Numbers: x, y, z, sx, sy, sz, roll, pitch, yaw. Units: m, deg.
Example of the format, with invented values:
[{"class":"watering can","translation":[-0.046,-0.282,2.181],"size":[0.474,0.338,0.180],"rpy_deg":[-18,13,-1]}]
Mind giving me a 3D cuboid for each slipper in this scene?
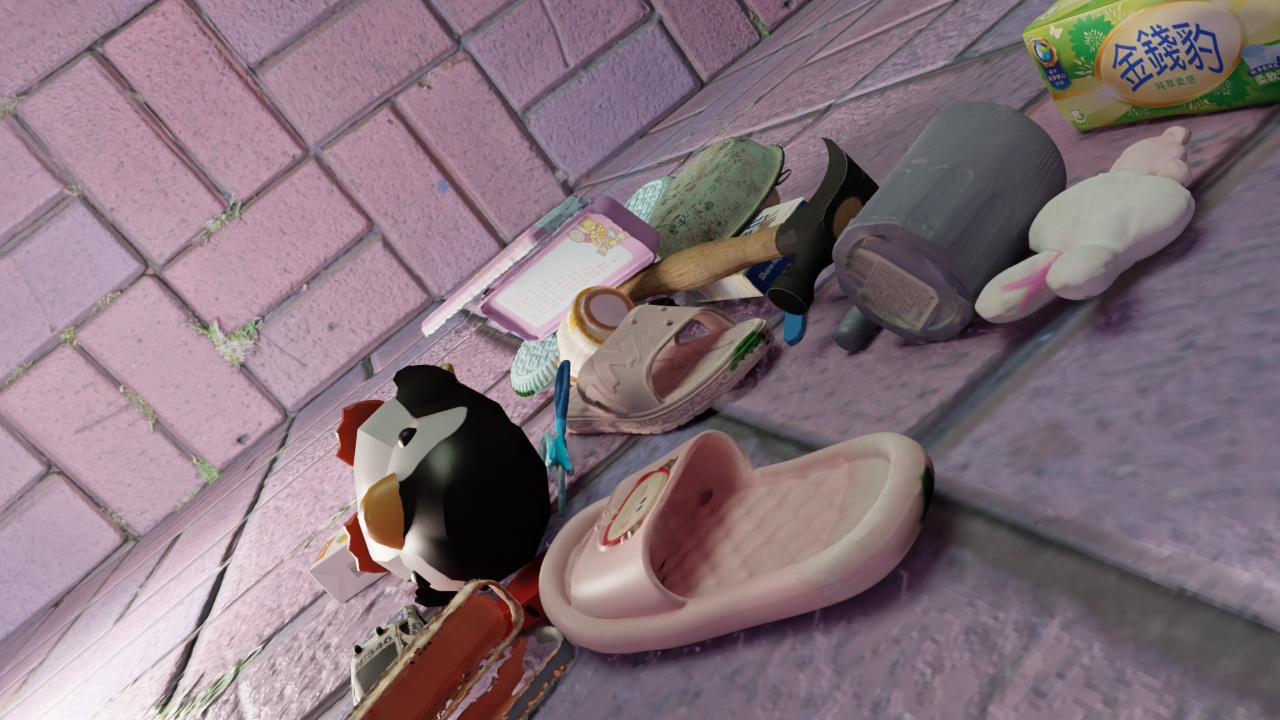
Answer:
[{"class":"slipper","translation":[-0.004,0.004,0.675],"size":[0.094,0.064,0.240],"rpy_deg":[-47,16,-30]},{"class":"slipper","translation":[-0.029,-0.068,0.931],"size":[0.275,0.069,0.116],"rpy_deg":[-56,23,-12]},{"class":"slipper","translation":[0.028,0.076,0.410],"size":[0.222,0.055,0.106],"rpy_deg":[-21,25,45]}]

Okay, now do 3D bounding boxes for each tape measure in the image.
[{"class":"tape measure","translation":[-0.056,0.128,0.513],"size":[0.059,0.019,0.051],"rpy_deg":[-37,11,36]}]

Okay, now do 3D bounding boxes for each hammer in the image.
[{"class":"hammer","translation":[0.059,-0.080,0.697],"size":[0.132,0.040,0.306],"rpy_deg":[-58,20,-18]}]

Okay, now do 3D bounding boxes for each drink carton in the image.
[{"class":"drink carton","translation":[-0.220,0.150,0.780],"size":[0.123,0.040,0.058],"rpy_deg":[-35,16,12]}]

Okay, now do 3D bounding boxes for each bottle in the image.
[{"class":"bottle","translation":[-0.043,-0.017,0.801],"size":[0.063,0.063,0.109],"rpy_deg":[-48,-4,-34]}]

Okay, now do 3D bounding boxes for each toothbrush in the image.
[{"class":"toothbrush","translation":[0.116,-0.052,0.670],"size":[0.016,0.014,0.166],"rpy_deg":[-31,21,26]}]

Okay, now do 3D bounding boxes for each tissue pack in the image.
[{"class":"tissue pack","translation":[0.297,-0.218,0.484],"size":[0.120,0.141,0.198],"rpy_deg":[-42,16,-13]}]

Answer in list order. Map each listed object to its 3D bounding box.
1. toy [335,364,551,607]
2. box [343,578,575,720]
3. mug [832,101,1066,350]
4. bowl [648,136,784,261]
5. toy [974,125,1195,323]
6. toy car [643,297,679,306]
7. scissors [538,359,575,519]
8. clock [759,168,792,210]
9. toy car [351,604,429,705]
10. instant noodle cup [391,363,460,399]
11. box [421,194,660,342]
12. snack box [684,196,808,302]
[{"class":"toy","translation":[-0.104,0.079,0.561],"size":[0.140,0.159,0.184],"rpy_deg":[-6,1,-22]},{"class":"box","translation":[-0.111,0.182,0.417],"size":[0.076,0.055,0.186],"rpy_deg":[19,53,33]},{"class":"mug","translation":[0.158,-0.064,0.502],"size":[0.103,0.084,0.124],"rpy_deg":[-48,-6,-26]},{"class":"bowl","translation":[0.059,-0.147,0.831],"size":[0.158,0.038,0.157],"rpy_deg":[-42,22,21]},{"class":"toy","translation":[0.213,-0.062,0.423],"size":[0.125,0.037,0.076],"rpy_deg":[-43,13,-21]},{"class":"toy car","translation":[-0.006,-0.033,0.833],"size":[0.093,0.037,0.040],"rpy_deg":[-21,23,47]},{"class":"scissors","translation":[-0.056,0.051,0.651],"size":[0.140,0.013,0.113],"rpy_deg":[-146,67,-77]},{"class":"clock","translation":[0.094,-0.139,0.883],"size":[0.141,0.054,0.092],"rpy_deg":[-34,22,36]},{"class":"toy car","translation":[-0.152,0.177,0.552],"size":[0.048,0.040,0.113],"rpy_deg":[-40,15,-10]},{"class":"instant noodle cup","translation":[-0.157,0.072,0.733],"size":[0.102,0.108,0.102],"rpy_deg":[-35,16,11]},{"class":"box","translation":[-0.094,-0.075,0.800],"size":[0.139,0.062,0.215],"rpy_deg":[-2,-19,-40]},{"class":"snack box","translation":[0.088,-0.089,0.764],"size":[0.082,0.026,0.150],"rpy_deg":[-51,14,-9]}]
